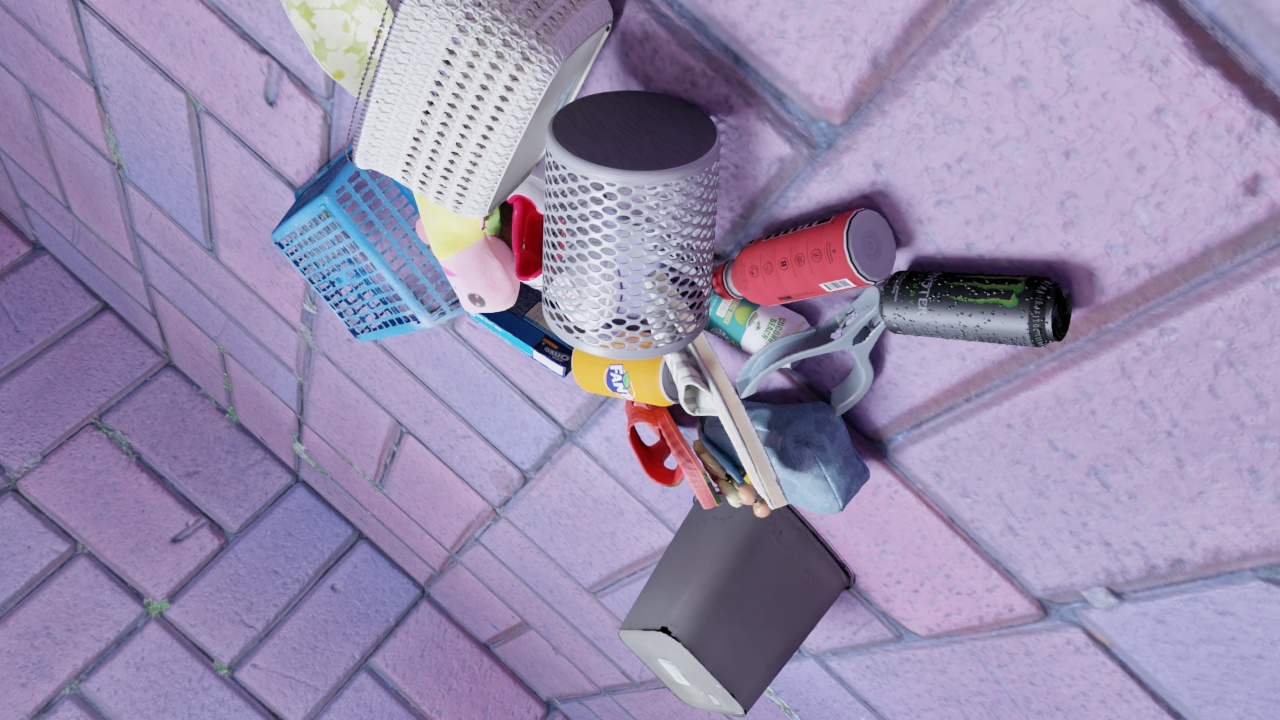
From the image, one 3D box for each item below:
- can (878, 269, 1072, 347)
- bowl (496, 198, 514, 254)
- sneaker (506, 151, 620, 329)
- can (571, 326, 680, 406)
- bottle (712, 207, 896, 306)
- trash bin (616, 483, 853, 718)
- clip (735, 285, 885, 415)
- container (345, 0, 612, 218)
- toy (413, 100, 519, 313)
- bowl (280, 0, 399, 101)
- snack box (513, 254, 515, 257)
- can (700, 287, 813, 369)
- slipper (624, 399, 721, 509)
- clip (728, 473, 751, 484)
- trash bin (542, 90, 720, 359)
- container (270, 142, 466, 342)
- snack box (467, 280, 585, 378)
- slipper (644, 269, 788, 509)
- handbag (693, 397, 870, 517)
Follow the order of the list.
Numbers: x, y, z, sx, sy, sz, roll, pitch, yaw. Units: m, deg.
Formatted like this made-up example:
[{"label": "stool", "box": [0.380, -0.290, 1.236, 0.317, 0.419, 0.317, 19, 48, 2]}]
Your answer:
[{"label": "can", "box": [0.255, -0.041, 0.710, 0.138, 0.053, 0.054, 9, 136, 43]}, {"label": "bowl", "box": [-0.162, -0.167, 1.016, 0.102, 0.026, 0.114, 6, 119, 29]}, {"label": "sneaker", "box": [-0.090, -0.104, 0.973, 0.090, 0.104, 0.237, 27, 147, 24]}, {"label": "can", "box": [-0.006, 0.006, 1.042, 0.143, 0.078, 0.079, 9, 136, 43]}, {"label": "bottle", "box": [0.131, -0.082, 0.791, 0.177, 0.062, 0.062, -9, 123, 53]}, {"label": "trash bin", "box": [0.109, 0.304, 1.152, 0.197, 0.219, 0.198, 48, 149, -11]}, {"label": "clip", "box": [0.144, -0.003, 0.822, 0.173, 0.164, 0.030, 99, 162, -50]}, {"label": "container", "box": [-0.133, -0.240, 0.761, 0.143, 0.184, 0.252, 35, 136, -4]}, {"label": "toy", "box": [-0.188, -0.162, 0.956, 0.190, 0.087, 0.238, -5, 107, 55]}, {"label": "bowl", "box": [-0.279, -0.354, 0.911, 0.219, 0.060, 0.189, 41, 149, 8]}, {"label": "snack box", "box": [-0.203, -0.175, 1.088, 0.150, 0.026, 0.082, 37, 149, 8]}, {"label": "can", "box": [0.111, -0.034, 0.881, 0.102, 0.054, 0.055, 29, 147, 21]}, {"label": "slipper", "box": [0.022, 0.100, 1.053, 0.103, 0.059, 0.248, 62, 176, -24]}, {"label": "clip", "box": [0.121, 0.130, 1.111, 0.046, 0.048, 0.054, 27, 159, -27]}, {"label": "trash bin", "box": [-0.009, -0.120, 0.798, 0.156, 0.156, 0.184, 27, 137, 24]}, {"label": "container", "box": [-0.371, -0.136, 1.243, 0.257, 0.089, 0.363, 53, 152, -19]}, {"label": "snack box", "box": [-0.128, -0.047, 1.112, 0.150, 0.082, 0.027, 33, 147, 16]}, {"label": "slipper", "box": [0.065, 0.028, 0.903, 0.272, 0.054, 0.114, 61, 175, 23]}, {"label": "handbag", "box": [0.138, 0.109, 0.972, 0.192, 0.118, 0.122, 6, 133, 55]}]
